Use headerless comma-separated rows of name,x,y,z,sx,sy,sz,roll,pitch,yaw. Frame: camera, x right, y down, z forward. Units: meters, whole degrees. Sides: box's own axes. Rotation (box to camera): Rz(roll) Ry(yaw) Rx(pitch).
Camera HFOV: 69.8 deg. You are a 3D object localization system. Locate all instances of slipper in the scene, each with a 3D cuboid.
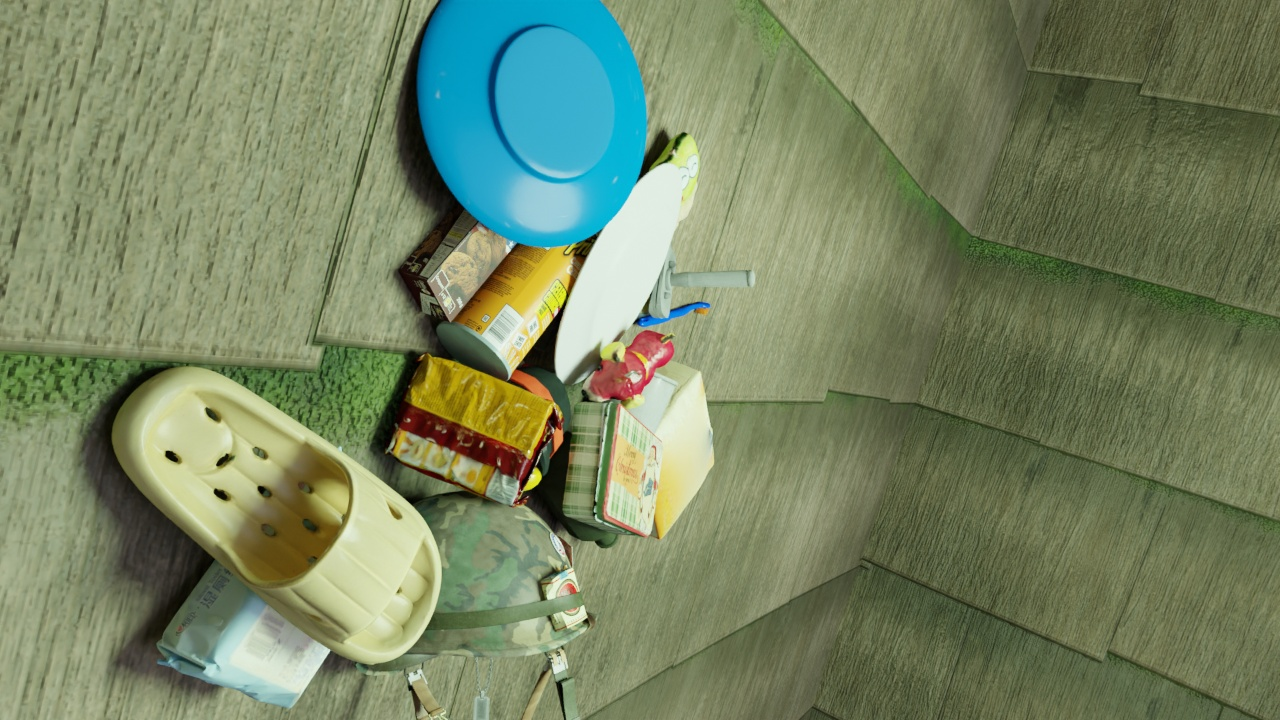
slipper,-0.217,0.104,0.602,0.261,0.079,0.111,49,58,-27

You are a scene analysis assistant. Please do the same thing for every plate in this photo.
plate,-0.072,-0.204,0.734,0.223,0.024,0.224,-4,97,-41
plate,-0.013,-0.080,0.914,0.242,0.016,0.243,-57,166,-23

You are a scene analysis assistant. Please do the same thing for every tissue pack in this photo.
tissue pack,-0.259,0.159,0.683,0.181,0.070,0.112,-61,152,-23

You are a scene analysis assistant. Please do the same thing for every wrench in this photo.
wrench,-0.045,-0.055,0.985,0.272,0.022,0.073,-13,117,-59

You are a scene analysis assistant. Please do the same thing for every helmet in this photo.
helmet,-0.137,0.235,0.800,0.224,0.193,0.235,25,54,-46

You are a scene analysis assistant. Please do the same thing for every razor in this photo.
razor,0.072,-0.093,1.047,0.047,0.116,0.088,62,32,-58

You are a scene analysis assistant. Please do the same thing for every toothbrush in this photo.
toothbrush,0.044,-0.056,1.157,0.182,0.016,0.018,-19,129,-57

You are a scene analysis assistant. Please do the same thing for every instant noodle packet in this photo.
instant noodle packet,-0.141,0.060,0.774,0.039,0.135,0.098,150,-38,-89

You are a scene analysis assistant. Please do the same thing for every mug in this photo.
mug,-0.018,0.034,1.045,0.113,0.084,0.070,24,88,-34

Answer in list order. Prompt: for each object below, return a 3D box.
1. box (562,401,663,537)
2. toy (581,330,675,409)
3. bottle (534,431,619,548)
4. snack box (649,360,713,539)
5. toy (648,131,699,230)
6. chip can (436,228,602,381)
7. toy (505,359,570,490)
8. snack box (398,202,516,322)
box,-0.024,0.118,0.947,0.205,0.050,0.117,52,41,-68
toy,-0.006,0.006,0.942,0.106,0.067,0.137,-41,180,16
bottle,-0.065,0.159,1.039,0.071,0.071,0.207,-58,151,-23
snack box,0.032,0.117,1.180,0.144,0.081,0.195,-51,147,-31
toy,0.037,-0.192,1.024,0.091,0.046,0.115,-58,159,-29
chip can,-0.089,-0.085,0.826,0.214,0.075,0.075,-56,150,-26
toy,-0.110,0.051,0.855,0.118,0.098,0.100,-39,124,-45
snack box,-0.138,-0.103,0.769,0.140,0.032,0.051,-56,150,-26
